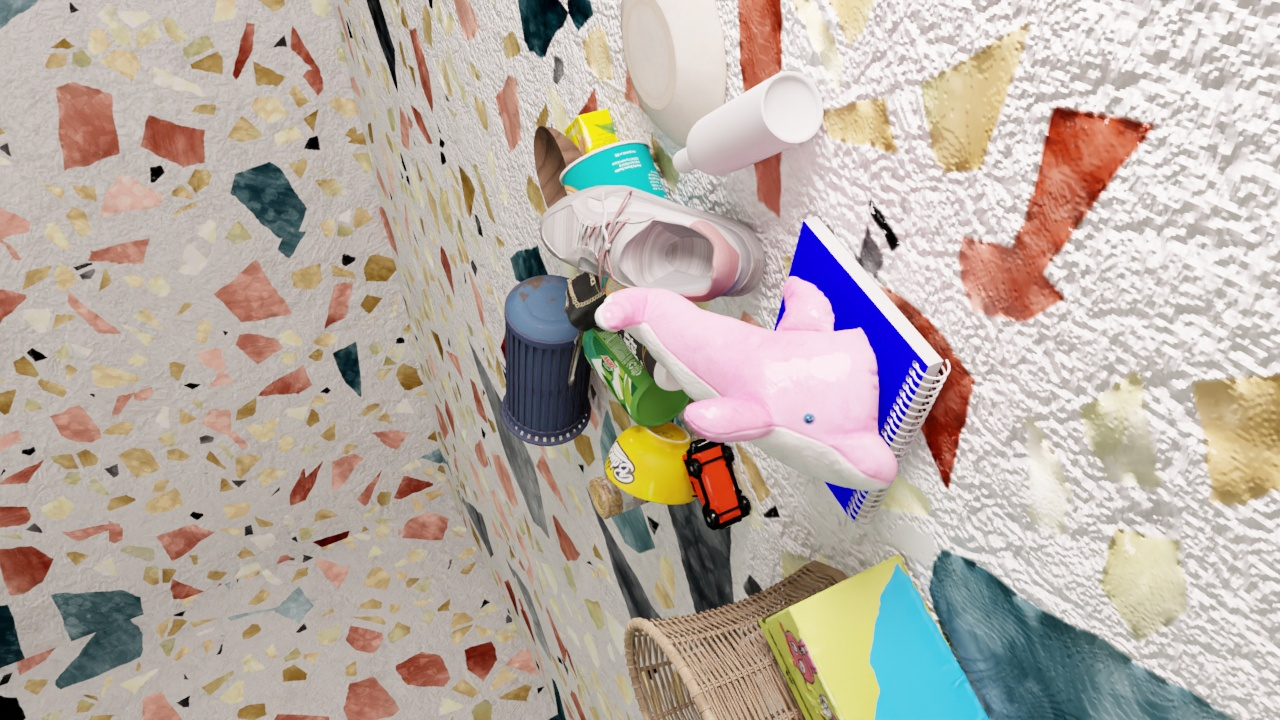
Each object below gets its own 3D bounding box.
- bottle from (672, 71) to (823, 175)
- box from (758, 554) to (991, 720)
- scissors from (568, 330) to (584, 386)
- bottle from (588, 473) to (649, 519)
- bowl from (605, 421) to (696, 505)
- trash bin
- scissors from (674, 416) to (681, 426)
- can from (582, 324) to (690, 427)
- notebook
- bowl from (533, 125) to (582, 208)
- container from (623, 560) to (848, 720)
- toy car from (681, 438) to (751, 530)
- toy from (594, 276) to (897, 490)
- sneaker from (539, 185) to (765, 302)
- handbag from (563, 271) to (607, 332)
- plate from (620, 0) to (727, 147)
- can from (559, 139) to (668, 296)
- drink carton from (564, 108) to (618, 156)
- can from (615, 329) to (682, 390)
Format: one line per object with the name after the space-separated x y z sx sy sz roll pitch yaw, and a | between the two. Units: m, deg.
0.074 -0.182 0.750 0.195 0.052 0.052 0 108 69 | bottle
0.204 0.285 0.742 0.221 0.124 0.080 63 159 16 | box
-0.072 -0.052 1.160 0.188 0.015 0.140 -80 -2 -72 | scissors
-0.010 0.165 1.207 0.056 0.105 0.056 53 153 41 | bottle
0.022 0.112 1.081 0.117 0.117 0.068 43 122 52 | bowl
-0.134 -0.001 1.337 0.139 0.139 0.250 58 155 32 | trash bin
0.028 0.089 1.175 0.139 0.015 0.118 46 148 39 | scissors
-0.006 0.006 1.086 0.144 0.083 0.083 50 152 45 | can
0.163 0.016 0.750 0.210 0.022 0.171 96 150 -50 | notebook
-0.085 -0.210 1.042 0.119 0.032 0.119 54 154 41 | bowl
0.121 0.316 0.870 0.227 0.196 0.227 53 153 41 | container
0.082 0.136 1.023 0.049 0.051 0.100 -17 92 67 | toy car
0.094 -0.005 0.709 0.266 0.186 0.128 32 106 25 | toy
-0.010 -0.107 0.836 0.236 0.089 0.099 14 103 28 | sneaker
-0.042 -0.090 1.077 0.054 0.129 0.079 33 -151 -40 | handbag
0.019 -0.285 0.836 0.188 0.027 0.189 53 153 41 | plate
-0.012 -0.138 0.945 0.144 0.099 0.099 69 160 6 | can
-0.042 -0.210 1.044 0.059 0.042 0.134 -9 100 69 | drink carton
0.020 -0.028 1.002 0.128 0.071 0.072 52 153 43 | can
